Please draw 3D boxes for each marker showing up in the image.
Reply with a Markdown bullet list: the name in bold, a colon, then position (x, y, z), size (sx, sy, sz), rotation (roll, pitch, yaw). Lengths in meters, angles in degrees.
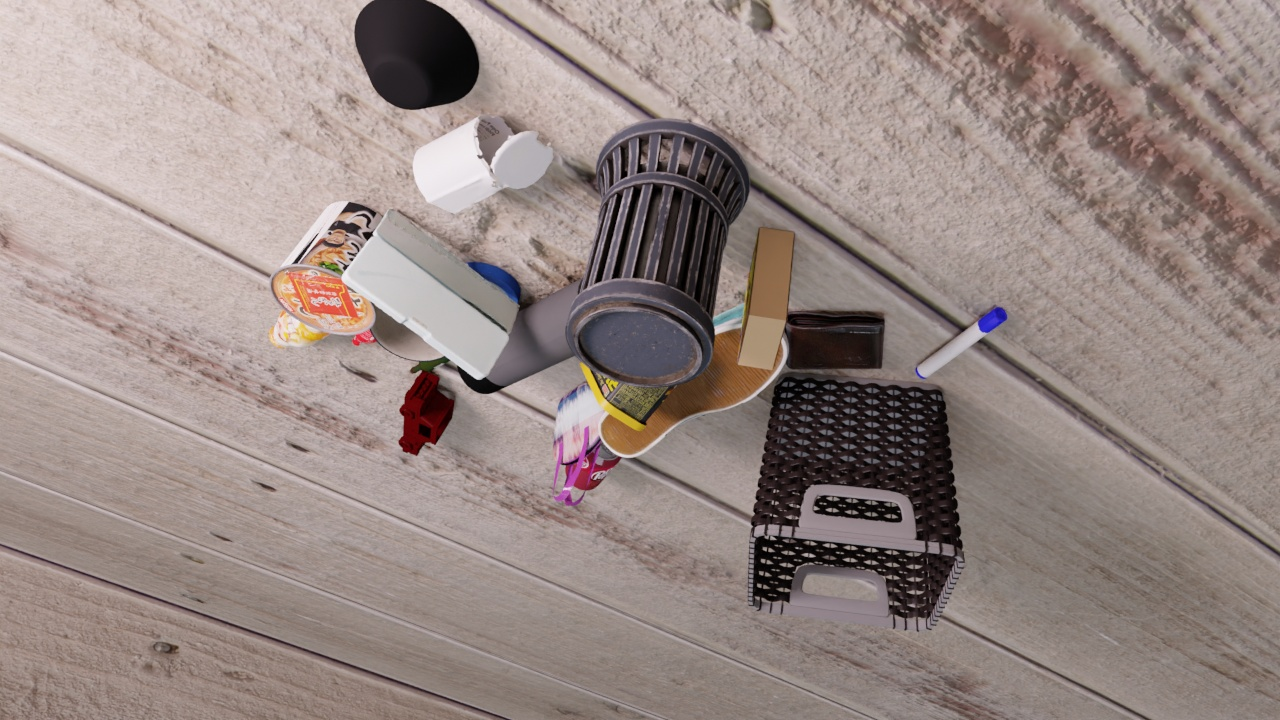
- **marker**: position (0.381, -0.018, 1.099), size (0.020, 0.020, 0.142), rotation (22, 143, -14)

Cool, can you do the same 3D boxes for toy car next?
- **toy car**: position (-0.328, 0.088, 1.405), size (0.062, 0.070, 0.170), rotation (25, 144, 2)

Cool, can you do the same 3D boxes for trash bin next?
- **trash bin**: position (0.016, -0.100, 0.911), size (0.164, 0.226, 0.164), rotation (8, 145, 5)

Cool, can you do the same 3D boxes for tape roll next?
- **tape roll**: position (-0.201, -0.089, 1.170), size (0.091, 0.016, 0.093), rotation (34, 139, -28)

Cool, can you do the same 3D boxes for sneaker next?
- **sneaker**: position (0.079, 0.025, 1.207), size (0.295, 0.127, 0.120), rotation (-33, 99, 33)

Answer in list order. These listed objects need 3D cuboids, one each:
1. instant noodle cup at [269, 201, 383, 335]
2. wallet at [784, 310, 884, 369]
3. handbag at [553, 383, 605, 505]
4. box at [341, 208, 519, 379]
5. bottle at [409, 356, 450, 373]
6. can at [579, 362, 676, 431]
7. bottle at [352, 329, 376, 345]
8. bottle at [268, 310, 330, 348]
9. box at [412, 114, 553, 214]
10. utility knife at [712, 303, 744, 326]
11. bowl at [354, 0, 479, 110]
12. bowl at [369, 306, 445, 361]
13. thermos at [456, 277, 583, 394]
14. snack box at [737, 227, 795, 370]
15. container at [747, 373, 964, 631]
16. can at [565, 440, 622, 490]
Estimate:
- **instant noodle cup**: position (-0.355, -0.115, 1.087), size (0.123, 0.121, 0.124), rotation (8, 145, 5)
- **wallet**: position (0.238, -0.021, 1.131), size (0.120, 0.031, 0.099), rotation (1, 147, 12)
- **handbag**: position (-0.086, 0.125, 1.302), size (0.068, 0.169, 0.145), rotation (30, 141, -24)
- **box**: position (-0.234, -0.081, 1.067), size (0.197, 0.135, 0.043), rotation (40, 135, -21)
- **bottle**: position (-0.299, 0.000, 1.315), size (0.106, 0.025, 0.025), rotation (-23, 132, 39)
- **can**: position (-0.007, 0.007, 1.127), size (0.072, 0.130, 0.101), rotation (34, 103, -28)
- **bottle**: position (-0.357, -0.053, 1.243), size (0.042, 0.041, 0.142), rotation (31, 141, -25)
- **bottle**: position (-0.471, -0.048, 1.267), size (0.109, 0.063, 0.063), rotation (-20, 134, 38)
- **box**: position (-0.157, -0.204, 0.940), size (0.161, 0.091, 0.081), rotation (-19, 154, 33)
- **utility knife**: position (0.074, -0.039, 1.073), size (0.168, 0.015, 0.022), rotation (-25, 165, -26)
- **bowl**: position (-0.222, -0.280, 0.881), size (0.124, 0.052, 0.124), rotation (8, 145, 5)
- **bowl**: position (-0.279, -0.060, 1.156), size (0.115, 0.059, 0.116), rotation (2, 133, 2)
- **thermos**: position (-0.132, -0.029, 1.177), size (0.241, 0.082, 0.082), rotation (-23, 132, 39)
- **snack box**: position (0.138, -0.068, 1.008), size (0.040, 0.125, 0.088), rotation (9, 145, 3)
- **container**: position (0.278, 0.185, 1.217), size (0.247, 0.243, 0.246), rotation (5, 144, 10)
- **can**: position (-0.072, 0.155, 1.431), size (0.063, 0.063, 0.114), rotation (21, 144, -12)
